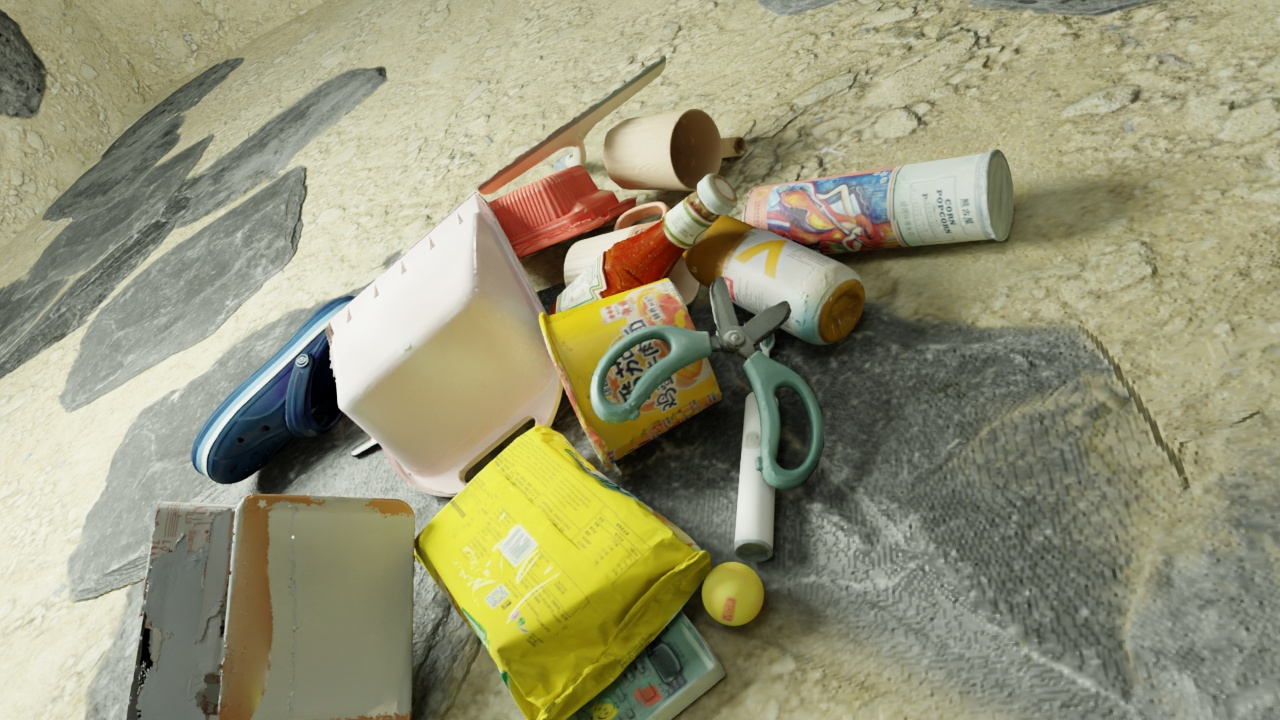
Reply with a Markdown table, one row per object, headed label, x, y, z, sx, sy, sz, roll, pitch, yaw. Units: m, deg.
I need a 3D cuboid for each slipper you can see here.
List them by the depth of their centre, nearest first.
| label | x | y | z | sx | sy | sz | roll | pitch | yaw |
| --- | --- | --- | --- | --- | --- | --- | --- | --- | --- |
| slipper | -0.367 | 0.043 | 1.002 | 0.095 | 0.105 | 0.252 | 35 | 78 | 23 |

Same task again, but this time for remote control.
| label | x | y | z | sx | sy | sz | roll | pitch | yaw |
| --- | --- | --- | --- | --- | --- | --- | --- | --- | --- |
| remote control | -0.012 | 0.221 | 0.590 | 0.135 | 0.019 | 0.056 | -37 | 37 | -4 |

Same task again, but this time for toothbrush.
| label | x | y | z | sx | sy | sz | roll | pitch | yaw |
| --- | --- | --- | --- | --- | --- | --- | --- | --- | --- |
| toothbrush | 0.091 | 0.052 | 0.694 | 0.027 | 0.026 | 0.220 | -5 | 44 | 17 |

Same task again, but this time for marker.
| label | x | y | z | sx | sy | sz | roll | pitch | yaw |
| --- | --- | --- | --- | --- | --- | --- | --- | --- | --- |
| marker | -0.246 | 0.071 | 0.940 | 0.124 | 0.015 | 0.018 | -27 | 36 | 14 |

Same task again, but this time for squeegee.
| label | x | y | z | sx | sy | sz | roll | pitch | yaw |
| --- | --- | --- | --- | --- | --- | --- | --- | --- | --- |
| squeegee | -0.082 | -0.241 | 1.085 | 0.246 | 0.039 | 0.247 | -37 | 7 | -6 |

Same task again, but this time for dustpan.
| label | x | y | z | sx | sy | sz | roll | pitch | yaw |
| --- | --- | --- | --- | --- | --- | --- | --- | --- | --- |
| dustpan | -0.185 | -0.004 | 0.887 | 0.223 | 0.139 | 0.273 | -38 | 31 | 12 |

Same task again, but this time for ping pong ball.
| label | x | y | z | sx | sy | sz | roll | pitch | yaw |
| --- | --- | --- | --- | --- | --- | --- | --- | --- | --- |
| ping pong ball | 0.060 | 0.151 | 0.595 | 0.040 | 0.040 | 0.040 | -21 | 39 | 17 |

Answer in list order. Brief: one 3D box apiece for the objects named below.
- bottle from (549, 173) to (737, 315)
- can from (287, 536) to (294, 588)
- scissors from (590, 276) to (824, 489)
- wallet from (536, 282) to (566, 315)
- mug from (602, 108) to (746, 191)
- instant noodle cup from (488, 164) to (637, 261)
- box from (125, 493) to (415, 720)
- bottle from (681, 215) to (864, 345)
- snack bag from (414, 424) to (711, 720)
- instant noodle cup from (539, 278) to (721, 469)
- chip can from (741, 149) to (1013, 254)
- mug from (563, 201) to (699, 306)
| label | x | y | z | sx | sy | sz | roll | pitch | yaw |
| --- | --- | --- | --- | --- | --- | --- | --- | --- | --- |
| bottle | 0.001 | -0.082 | 0.783 | 0.207 | 0.059 | 0.059 | -40 | 29 | 34 |
| can | -0.338 | 0.217 | 0.809 | 0.146 | 0.058 | 0.058 | -40 | 37 | -7 |
| scissors | 0.061 | 0.026 | 0.658 | 0.170 | 0.019 | 0.178 | -31 | 71 | -16 |
| wallet | -0.101 | -0.037 | 0.948 | 0.121 | 0.019 | 0.097 | -20 | 41 | 17 |
| mug | 0.036 | -0.229 | 1.001 | 0.104 | 0.084 | 0.124 | 10 | 20 | 44 |
| instant noodle cup | -0.108 | -0.150 | 0.983 | 0.189 | 0.079 | 0.164 | -19 | 12 | 19 |
| box | -0.273 | 0.202 | 0.708 | 0.157 | 0.193 | 0.182 | 135 | 138 | -63 |
| bottle | 0.097 | -0.076 | 0.772 | 0.068 | 0.068 | 0.189 | -45 | 49 | -14 |
| snack bag | -0.071 | 0.142 | 0.668 | 0.158 | 0.068 | 0.247 | -44 | 33 | -12 |
| instant noodle cup | -0.004 | 0.004 | 0.740 | 0.110 | 0.138 | 0.138 | -23 | 37 | 0 |
| chip can | 0.195 | -0.127 | 0.778 | 0.215 | 0.071 | 0.071 | -1 | 48 | 37 |
| mug | -0.006 | -0.099 | 0.882 | 0.106 | 0.081 | 0.114 | -8 | 61 | 33 |
